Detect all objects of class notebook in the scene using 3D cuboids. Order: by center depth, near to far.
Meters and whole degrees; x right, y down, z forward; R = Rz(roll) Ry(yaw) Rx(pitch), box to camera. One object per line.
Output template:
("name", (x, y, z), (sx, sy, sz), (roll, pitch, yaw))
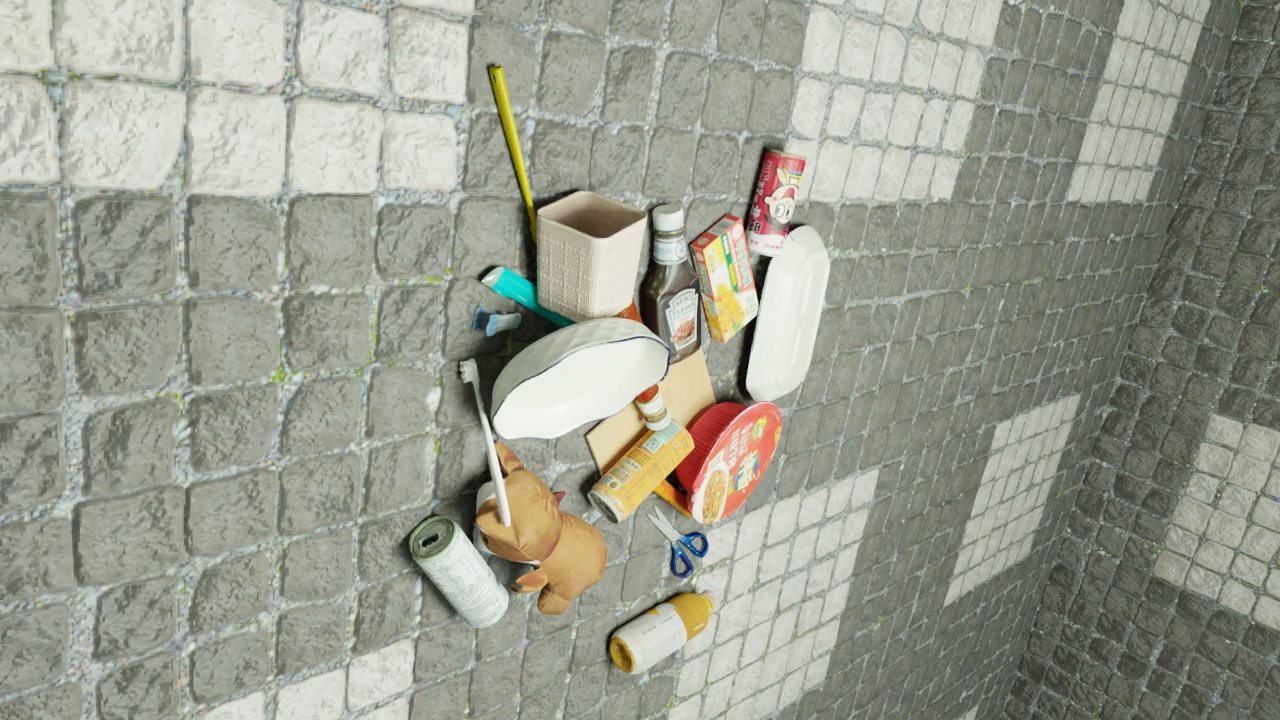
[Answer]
("notebook", (0.022, 0.088, 1.216), (0.211, 0.012, 0.150), (-40, 134, -26))

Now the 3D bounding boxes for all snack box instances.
("snack box", (0.112, -0.105, 1.199), (0.076, 0.027, 0.156), (-42, 135, -26))

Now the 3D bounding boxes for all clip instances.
("clip", (-0.148, -0.042, 0.967), (0.058, 0.045, 0.027), (-7, 113, -51))

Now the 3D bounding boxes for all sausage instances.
("sausage", (0.046, 0.190, 1.275), (0.021, 0.021, 0.165), (-57, 146, -9))

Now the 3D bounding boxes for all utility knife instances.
("utility knife", (-0.117, -0.067, 0.992), (0.151, 0.013, 0.029), (31, 88, -51))

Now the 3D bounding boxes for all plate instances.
("plate", (-0.068, 0.019, 0.990), (0.204, 0.045, 0.205), (-22, 158, -10))
("plate", (0.218, -0.058, 1.309), (0.161, 0.034, 0.266), (-19, 123, -52))

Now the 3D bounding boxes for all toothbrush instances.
("toothbrush", (-0.119, -0.201, 0.918), (0.016, 0.016, 0.190), (-39, 133, -33))
("toothbrush", (-0.161, 0.086, 0.957), (0.016, 0.016, 0.180), (-13, 88, -33))

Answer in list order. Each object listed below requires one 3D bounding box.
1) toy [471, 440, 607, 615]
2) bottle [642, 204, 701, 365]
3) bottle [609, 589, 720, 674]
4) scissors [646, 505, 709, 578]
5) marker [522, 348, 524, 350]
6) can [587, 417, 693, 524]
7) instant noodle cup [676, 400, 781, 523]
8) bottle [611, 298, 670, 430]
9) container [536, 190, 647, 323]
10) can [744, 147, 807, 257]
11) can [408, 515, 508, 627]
("toy", (-0.127, 0.195, 1.049), (0.131, 0.140, 0.200), (-20, 134, 12))
("bottle", (0.038, -0.092, 1.117), (0.079, 0.044, 0.195), (-28, 127, -36))
("bottle", (0.041, 0.391, 1.346), (0.189, 0.068, 0.068), (-19, 122, -39))
("scissors", (0.058, 0.251, 1.337), (0.124, 0.012, 0.174), (-27, 126, -33))
("marker", (-0.092, 0.013, 1.054), (0.130, 0.018, 0.022), (31, 78, -50))
("can", (0.002, 0.138, 1.166), (0.145, 0.058, 0.058), (-43, 135, -23))
("instant noodle cup", (0.114, 0.130, 1.278), (0.193, 0.066, 0.194), (-35, 142, -34))
("bottle", (-0.007, 0.006, 1.107), (0.059, 0.060, 0.206), (-44, 135, -22))
("container", (-0.055, -0.105, 0.966), (0.090, 0.090, 0.111), (-37, 144, -47))
("can", (0.174, -0.205, 1.193), (0.053, 0.053, 0.133), (-2, 111, -46))
("can", (-0.200, 0.237, 1.023), (0.058, 0.058, 0.147), (-44, 135, -22))
